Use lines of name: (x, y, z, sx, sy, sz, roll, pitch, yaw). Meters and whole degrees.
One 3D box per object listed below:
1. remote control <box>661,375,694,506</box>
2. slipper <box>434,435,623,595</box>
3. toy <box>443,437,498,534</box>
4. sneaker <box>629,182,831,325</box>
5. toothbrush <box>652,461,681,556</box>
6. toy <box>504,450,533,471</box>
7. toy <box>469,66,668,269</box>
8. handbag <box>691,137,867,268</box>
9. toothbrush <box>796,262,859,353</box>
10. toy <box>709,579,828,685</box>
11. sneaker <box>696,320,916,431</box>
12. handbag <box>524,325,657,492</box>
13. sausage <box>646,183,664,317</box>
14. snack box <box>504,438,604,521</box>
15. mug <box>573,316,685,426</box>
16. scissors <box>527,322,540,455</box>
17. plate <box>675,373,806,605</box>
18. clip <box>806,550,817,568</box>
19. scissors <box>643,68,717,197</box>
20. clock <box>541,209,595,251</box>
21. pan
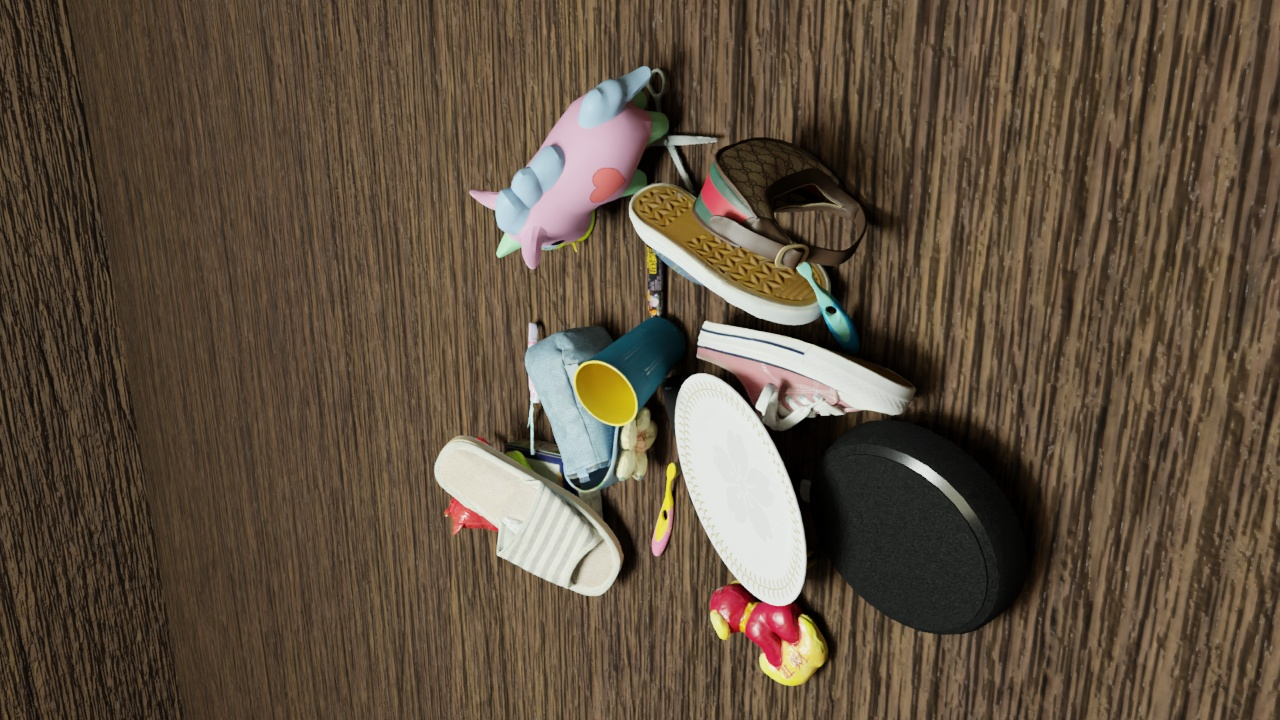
remote control: (0.054, 0.092, 1.029, 0.041, 0.020, 0.152, -10, 96, 47)
slipper: (-0.143, 0.193, 1.139, 0.272, 0.054, 0.115, 37, 105, 6)
toy: (-0.228, 0.176, 1.272, 0.088, 0.094, 0.133, -153, 58, -72)
sneaker: (0.083, -0.092, 0.911, 0.235, 0.087, 0.079, 35, 156, 29)
toothbrush: (0.031, 0.175, 1.082, 0.021, 0.016, 0.136, 30, 124, 34)
toy: (-0.162, 0.178, 1.193, 0.092, 0.043, 0.118, -25, 89, 36)
toy: (-0.068, -0.200, 0.941, 0.120, 0.170, 0.223, 51, 139, 21)
handbag: (0.124, -0.131, 0.788, 0.138, 0.166, 0.063, 35, 126, 19)
toothbrush: (0.168, -0.050, 0.822, 0.022, 0.135, 0.017, -20, 44, 23)
toy: (0.135, 0.283, 0.975, 0.137, 0.067, 0.106, 28, 116, 28)
sneaker: (0.140, 0.025, 0.866, 0.241, 0.118, 0.088, 18, 93, 47)
handbag: (-0.045, 0.051, 1.057, 0.119, 0.121, 0.192, -20, 85, 30)
sausage: (0.016, -0.116, 1.007, 0.020, 0.020, 0.155, 13, 111, 43)
snack box: (-0.113, 0.182, 1.207, 0.145, 0.042, 0.144, 6, 106, 44)
mug: (-0.006, 0.006, 0.983, 0.078, 0.121, 0.078, 19, 129, 25)
scissors: (-0.134, 0.036, 1.154, 0.169, 0.014, 0.170, -176, 88, -78)
plate: (0.100, 0.127, 0.919, 0.242, 0.016, 0.243, 52, 152, 42)
clip: (0.156, 0.210, 0.946, 0.045, 0.054, 0.048, 28, 98, 16)
scissors: (0.017, -0.234, 0.977, 0.175, 0.014, 0.141, -5, 98, 49)
clock: (-0.096, -0.186, 1.074, 0.083, 0.056, 0.119, 23, 117, 41)
pan: (0.186, 0.139, 0.871, 0.356, 0.044, 0.204, 15, 125, 46)
